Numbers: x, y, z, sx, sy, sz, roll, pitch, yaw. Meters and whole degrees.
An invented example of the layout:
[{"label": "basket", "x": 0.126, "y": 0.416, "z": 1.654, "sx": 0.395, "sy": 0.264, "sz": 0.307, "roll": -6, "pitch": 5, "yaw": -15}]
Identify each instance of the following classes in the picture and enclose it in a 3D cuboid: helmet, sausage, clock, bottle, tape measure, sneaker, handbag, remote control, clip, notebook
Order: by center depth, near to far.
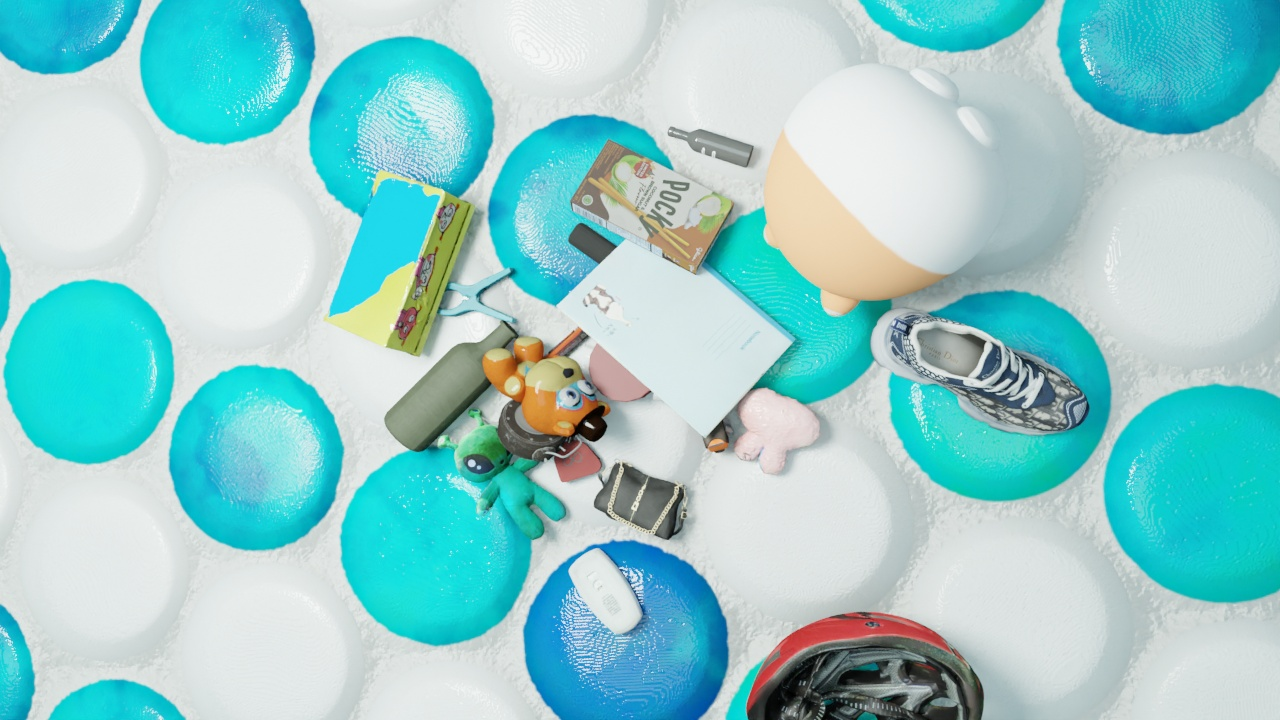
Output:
[{"label": "helmet", "x": 0.262, "y": 0.400, "z": 1.086, "sx": 0.272, "sy": 0.166, "sz": 0.217, "roll": -16, "pitch": 101, "yaw": 13}, {"label": "sneaker", "x": 0.412, "y": 0.013, "z": 1.094, "sx": 0.269, "sy": 0.132, "sz": 0.103, "roll": 25, "pitch": 90, "yaw": 6}, {"label": "notebook", "x": 0.046, "y": -0.049, "z": 1.169, "sx": 0.253, "sy": 0.009, "sz": 0.180, "roll": 41, "pitch": 74, "yaw": 10}, {"label": "tape measure", "x": 0.097, "y": 0.088, "z": 1.172, "sx": 0.038, "sy": 0.059, "sz": 0.058, "roll": -17, "pitch": 64, "yaw": 6}, {"label": "clock", "x": -0.136, "y": 0.092, "z": 1.192, "sx": 0.123, "sy": 0.091, "sz": 0.044, "roll": 37, "pitch": 134, "yaw": 16}, {"label": "clock", "x": -0.007, "y": 0.007, "z": 1.194, "sx": 0.138, "sy": 0.048, "sz": 0.096, "roll": -5, "pitch": 88, "yaw": 8}, {"label": "handbag", "x": 0.001, "y": 0.180, "z": 1.194, "sx": 0.128, "sy": 0.054, "sz": 0.079, "roll": 22, "pitch": 81, "yaw": 11}, {"label": "bottle", "x": 0.089, "y": -0.283, "z": 1.196, "sx": 0.113, "sy": 0.030, "sz": 0.030, "roll": 20, "pitch": 91, "yaw": 8}, {"label": "remote control", "x": -0.044, "y": 0.303, "z": 1.202, "sx": 0.060, "sy": 0.028, "sz": 0.114, "roll": -39, "pitch": 84, "yaw": 5}, {"label": "bottle", "x": -0.245, "y": 0.029, "z": 1.215, "sx": 0.207, "sy": 0.071, "sz": 0.071, "roll": -44, "pitch": 84, "yaw": 5}, {"label": "remote control", "x": -0.030, "y": -0.131, "z": 1.216, "sx": 0.147, "sy": 0.015, "sz": 0.033, "roll": 35, "pitch": 93, "yaw": 7}, {"label": "tape measure", "x": -0.084, "y": 0.130, "z": 1.217, "sx": 0.059, "sy": 0.019, "sz": 0.051, "roll": -17, "pitch": 84, "yaw": 1}, {"label": "sausage", "x": -0.111, "y": -0.009, "z": 1.223, "sx": 0.155, "sy": 0.020, "sz": 0.020, "roll": -41, "pitch": 84, "yaw": 5}, {"label": "clip", "x": -0.226, "y": -0.074, "z": 1.239, "sx": 0.120, "sy": 0.027, "sz": 0.103, "roll": -1, "pitch": 86, "yaw": 7}]

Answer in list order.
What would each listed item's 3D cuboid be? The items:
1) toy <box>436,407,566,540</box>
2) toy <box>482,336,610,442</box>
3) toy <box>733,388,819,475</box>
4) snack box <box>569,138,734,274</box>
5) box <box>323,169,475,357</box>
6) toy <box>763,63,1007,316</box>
[{"label": "toy", "x": -0.183, "y": 0.151, "z": 1.209, "sx": 0.193, "sy": 0.073, "sz": 0.130, "roll": 48, "pitch": 56, "yaw": 3}, {"label": "toy", "x": -0.114, "y": 0.040, "z": 1.159, "sx": 0.176, "sy": 0.111, "sz": 0.096, "roll": 46, "pitch": 126, "yaw": 10}, {"label": "toy", "x": 0.167, "y": 0.091, "z": 1.169, "sx": 0.108, "sy": 0.053, "sz": 0.105, "roll": 27, "pitch": 103, "yaw": 7}, {"label": "snack box", "x": 0.015, "y": -0.200, "z": 1.191, "sx": 0.186, "sy": 0.032, "sz": 0.101, "roll": 28, "pitch": 78, "yaw": 8}, {"label": "box", "x": -0.318, "y": -0.130, "z": 1.214, "sx": 0.124, "sy": 0.080, "sz": 0.221, "roll": 19, "pitch": 89, "yaw": 24}, {"label": "toy", "x": 0.273, "y": -0.195, "z": 1.064, "sx": 0.262, "sy": 0.265, "sz": 0.282, "roll": 54, "pitch": 125, "yaw": 20}]
